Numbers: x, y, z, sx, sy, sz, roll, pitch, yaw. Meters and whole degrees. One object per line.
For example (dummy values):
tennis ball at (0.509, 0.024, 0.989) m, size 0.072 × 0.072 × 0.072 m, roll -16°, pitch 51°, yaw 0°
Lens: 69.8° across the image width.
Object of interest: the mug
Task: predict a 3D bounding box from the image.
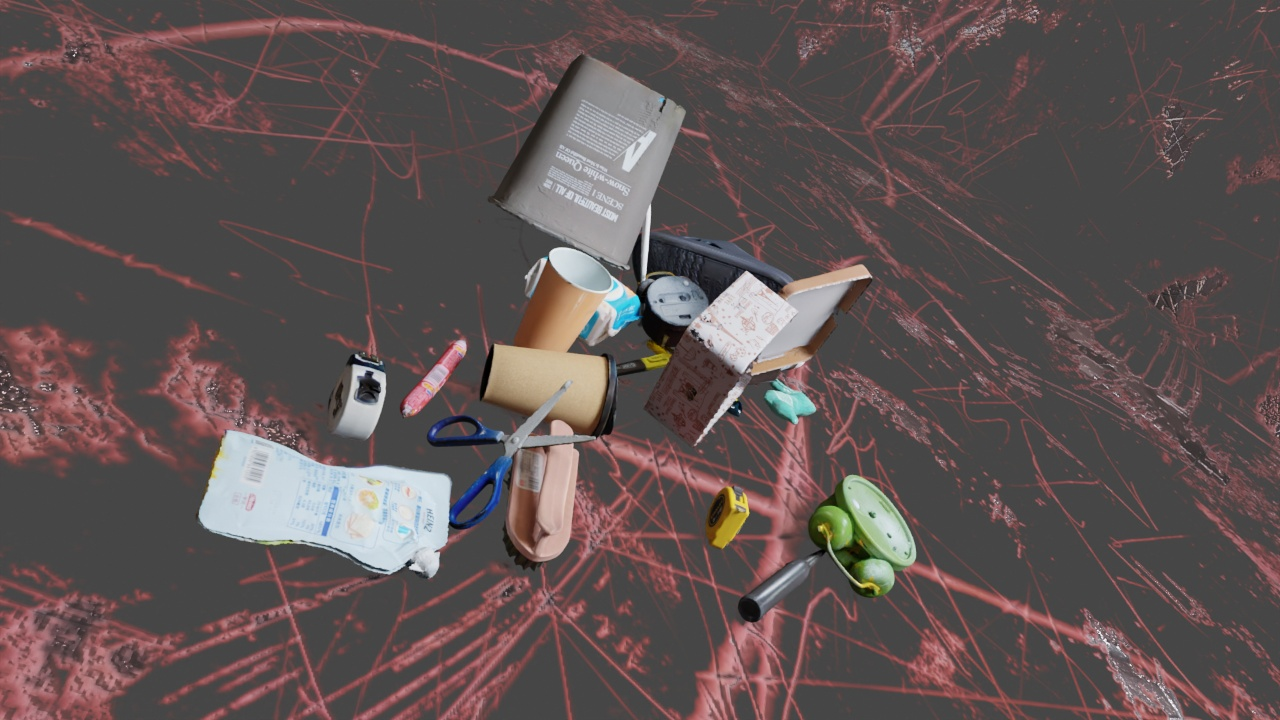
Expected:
mug at (-0.093, -0.055, 1.028) m, size 0.078 × 0.123 × 0.078 m, roll 24°, pitch 31°, yaw -16°

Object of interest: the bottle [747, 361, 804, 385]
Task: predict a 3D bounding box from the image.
bottle at (0.160, -0.001, 1.255) m, size 0.194 × 0.044 × 0.080 m, roll -6°, pitch 33°, yaw -47°

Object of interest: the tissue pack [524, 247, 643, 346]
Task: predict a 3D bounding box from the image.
tissue pack at (-0.070, -0.082, 1.147) m, size 0.140 × 0.063 × 0.089 m, roll 38°, pitch 30°, yaw 10°

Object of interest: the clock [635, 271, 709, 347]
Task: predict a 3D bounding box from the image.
clock at (0.040, -0.072, 1.189) m, size 0.082 × 0.055 × 0.121 m, roll -7°, pitch 55°, yaw -18°

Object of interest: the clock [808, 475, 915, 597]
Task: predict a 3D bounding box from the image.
clock at (0.241, 0.195, 1.012) m, size 0.116 × 0.056 × 0.160 m, roll 49°, pitch 27°, yaw 6°

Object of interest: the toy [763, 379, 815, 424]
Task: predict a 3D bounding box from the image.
toy at (0.197, 0.055, 1.230) m, size 0.091 × 0.030 × 0.096 m, roll 3°, pitch 33°, yaw -47°

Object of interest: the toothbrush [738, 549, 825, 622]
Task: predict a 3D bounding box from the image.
toothbrush at (0.160, 0.220, 0.954) m, size 0.212 × 0.026 × 0.027 m, roll -16°, pitch 73°, yaw -56°

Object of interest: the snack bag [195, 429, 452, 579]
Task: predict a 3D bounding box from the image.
snack bag at (-0.242, 0.113, 0.729) m, size 0.191 × 0.039 × 0.110 m, roll 20°, pitch 27°, yaw -24°

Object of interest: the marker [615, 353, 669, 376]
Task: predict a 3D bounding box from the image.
marker at (-0.007, 0.007, 1.125) m, size 0.123 × 0.015 × 0.018 m, roll -12°, pitch 48°, yaw -48°

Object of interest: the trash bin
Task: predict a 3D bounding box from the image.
trash bin at (-0.065, -0.259, 1.201) m, size 0.199 × 0.220 × 0.198 m, roll 25°, pitch 7°, yaw -15°

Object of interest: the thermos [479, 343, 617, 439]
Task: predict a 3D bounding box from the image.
thermos at (-0.090, 0.028, 0.952) m, size 0.143 × 0.093 × 0.093 m, roll 12°, pitch 35°, yaw -16°

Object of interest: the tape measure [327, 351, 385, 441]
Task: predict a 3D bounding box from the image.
tape measure at (-0.250, 0.036, 0.805) m, size 0.033 × 0.066 × 0.066 m, roll 17°, pitch 32°, yaw -29°

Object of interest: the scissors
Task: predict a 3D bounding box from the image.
scissors at (-0.125, 0.078, 0.825) m, size 0.162 × 0.012 × 0.175 m, roll 15°, pitch 60°, yaw 31°

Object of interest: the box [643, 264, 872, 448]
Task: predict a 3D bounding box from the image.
box at (0.137, -0.022, 1.074) m, size 0.271 × 0.178 × 0.106 m, roll -28°, pitch 69°, yaw -34°

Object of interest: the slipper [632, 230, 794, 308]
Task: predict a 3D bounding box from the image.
slipper at (0.107, -0.107, 1.243) m, size 0.268 × 0.111 × 0.083 m, roll 21°, pitch 28°, yaw 32°

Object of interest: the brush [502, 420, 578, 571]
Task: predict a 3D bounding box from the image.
brush at (-0.088, 0.120, 0.826) m, size 0.063 × 0.073 × 0.145 m, roll 24°, pitch 33°, yaw -16°

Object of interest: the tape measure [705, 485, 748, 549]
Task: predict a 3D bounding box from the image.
tape measure at (0.091, 0.160, 0.946) m, size 0.029 × 0.060 × 0.057 m, roll 23°, pitch 26°, yaw -12°

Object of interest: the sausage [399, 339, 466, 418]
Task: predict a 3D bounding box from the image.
sausage at (-0.205, 0.017, 0.922) m, size 0.020 × 0.020 × 0.155 m, roll 30°, pitch 30°, yaw -3°

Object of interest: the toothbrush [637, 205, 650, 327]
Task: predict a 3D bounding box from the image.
toothbrush at (0.008, -0.131, 1.233) m, size 0.016 × 0.016 × 0.180 m, roll 7°, pitch 78°, yaw -26°

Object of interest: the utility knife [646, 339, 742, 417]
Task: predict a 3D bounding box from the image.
utility knife at (0.070, 0.019, 1.175) m, size 0.154 × 0.015 × 0.033 m, roll 38°, pitch 28°, yaw 12°
